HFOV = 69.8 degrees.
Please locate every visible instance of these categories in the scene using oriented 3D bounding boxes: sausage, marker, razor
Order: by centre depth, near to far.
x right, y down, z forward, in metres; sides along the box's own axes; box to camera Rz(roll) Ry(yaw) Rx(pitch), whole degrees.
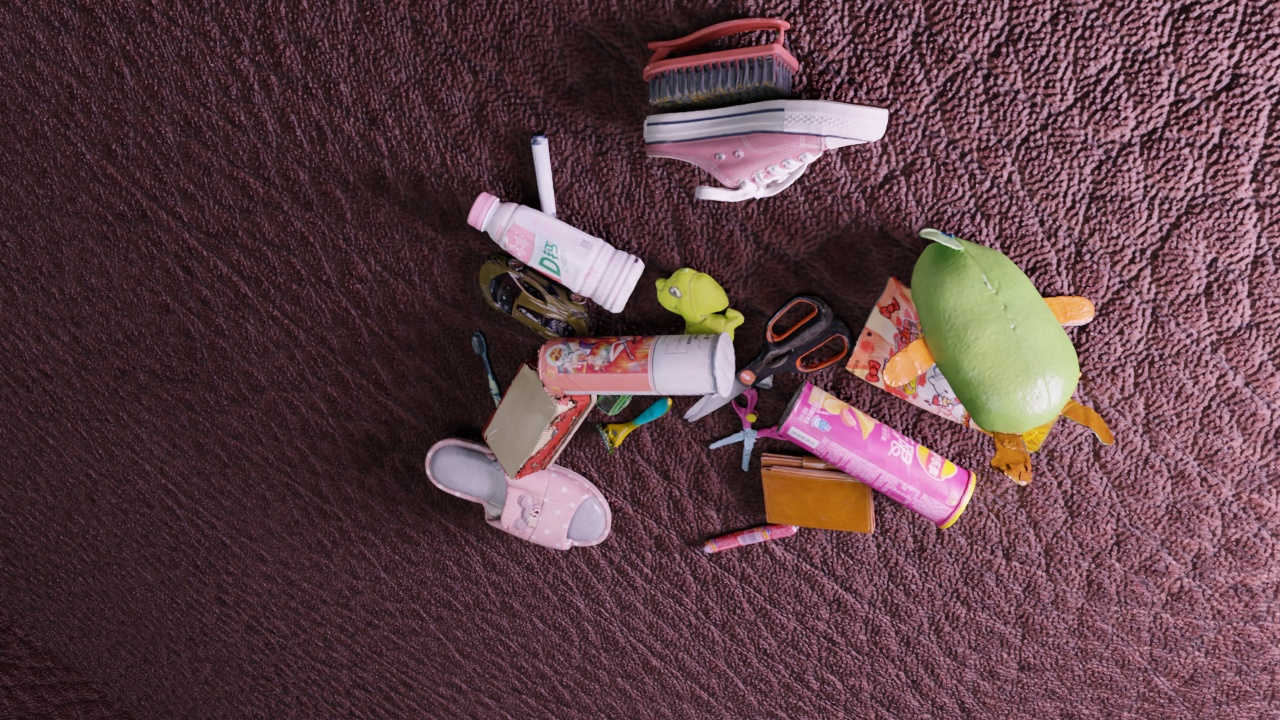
[{"bbox_3d":[-0.107,-0.189,1.024,0.022,0.018,0.131,-12,124,-11],"label":"marker"},{"bbox_3d":[-0.003,0.074,1.145,0.133,0.028,0.043,-34,72,40],"label":"razor"},{"bbox_3d":[0.139,0.228,1.187,0.156,0.020,0.020,-21,111,34],"label":"sausage"}]

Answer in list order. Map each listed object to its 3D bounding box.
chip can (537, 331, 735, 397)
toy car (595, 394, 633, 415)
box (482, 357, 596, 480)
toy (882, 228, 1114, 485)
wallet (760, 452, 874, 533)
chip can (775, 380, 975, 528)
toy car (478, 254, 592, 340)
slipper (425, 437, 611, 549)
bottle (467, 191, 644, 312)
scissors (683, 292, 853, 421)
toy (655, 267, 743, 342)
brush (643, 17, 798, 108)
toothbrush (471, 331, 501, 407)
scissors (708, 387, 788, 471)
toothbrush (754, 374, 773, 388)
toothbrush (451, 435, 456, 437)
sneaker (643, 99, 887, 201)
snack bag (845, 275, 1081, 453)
[{"bbox_3d":[-0.006,0.006,1.035,0.215,0.071,0.071,-1,121,22],"label":"chip can"},{"bbox_3d":[-0.023,0.030,1.122,0.043,0.036,0.091,36,126,1],"label":"toy car"},{"bbox_3d":[-0.136,0.075,1.159,0.091,0.079,0.169,52,133,19],"label":"box"},{"bbox_3d":[0.328,-0.012,0.844,0.090,0.226,0.246,115,135,-66],"label":"toy"},{"bbox_3d":[0.211,0.155,1.094,0.131,0.035,0.119,3,123,22],"label":"wallet"},{"bbox_3d":[0.258,0.102,1.014,0.210,0.071,0.072,30,129,5],"label":"chip can"},{"bbox_3d":[-0.129,-0.069,1.103,0.158,0.042,0.070,30,129,8],"label":"toy car"},{"bbox_3d":[-0.170,0.183,1.257,0.274,0.054,0.114,22,110,4],"label":"slipper"},{"bbox_3d":[-0.095,-0.125,1.016,0.197,0.068,0.068,28,129,-3],"label":"bottle"},{"bbox_3d":[0.141,0.022,1.031,0.136,0.021,0.236,29,123,1],"label":"scissors"},{"bbox_3d":[0.067,-0.061,1.020,0.097,0.031,0.100,3,126,19],"label":"toy"},{"bbox_3d":[0.069,-0.278,0.860,0.146,0.063,0.069,1,91,27],"label":"brush"},{"bbox_3d":[-0.194,0.047,1.225,0.016,0.018,0.192,2,122,24],"label":"toothbrush"},{"bbox_3d":[0.140,0.087,1.097,0.125,0.017,0.134,12,130,14],"label":"scissors"},{"bbox_3d":[0.068,0.004,1.073,0.181,0.015,0.018,13,120,16],"label":"toothbrush"},{"bbox_3d":[-0.183,0.178,1.303,0.224,0.026,0.027,34,108,0],"label":"toothbrush"},{"bbox_3d":[0.112,-0.196,0.862,0.241,0.118,0.088,3,105,30],"label":"sneaker"},{"bbox_3d":[0.323,0.009,0.934,0.208,0.073,0.129,27,130,16],"label":"snack bag"}]
